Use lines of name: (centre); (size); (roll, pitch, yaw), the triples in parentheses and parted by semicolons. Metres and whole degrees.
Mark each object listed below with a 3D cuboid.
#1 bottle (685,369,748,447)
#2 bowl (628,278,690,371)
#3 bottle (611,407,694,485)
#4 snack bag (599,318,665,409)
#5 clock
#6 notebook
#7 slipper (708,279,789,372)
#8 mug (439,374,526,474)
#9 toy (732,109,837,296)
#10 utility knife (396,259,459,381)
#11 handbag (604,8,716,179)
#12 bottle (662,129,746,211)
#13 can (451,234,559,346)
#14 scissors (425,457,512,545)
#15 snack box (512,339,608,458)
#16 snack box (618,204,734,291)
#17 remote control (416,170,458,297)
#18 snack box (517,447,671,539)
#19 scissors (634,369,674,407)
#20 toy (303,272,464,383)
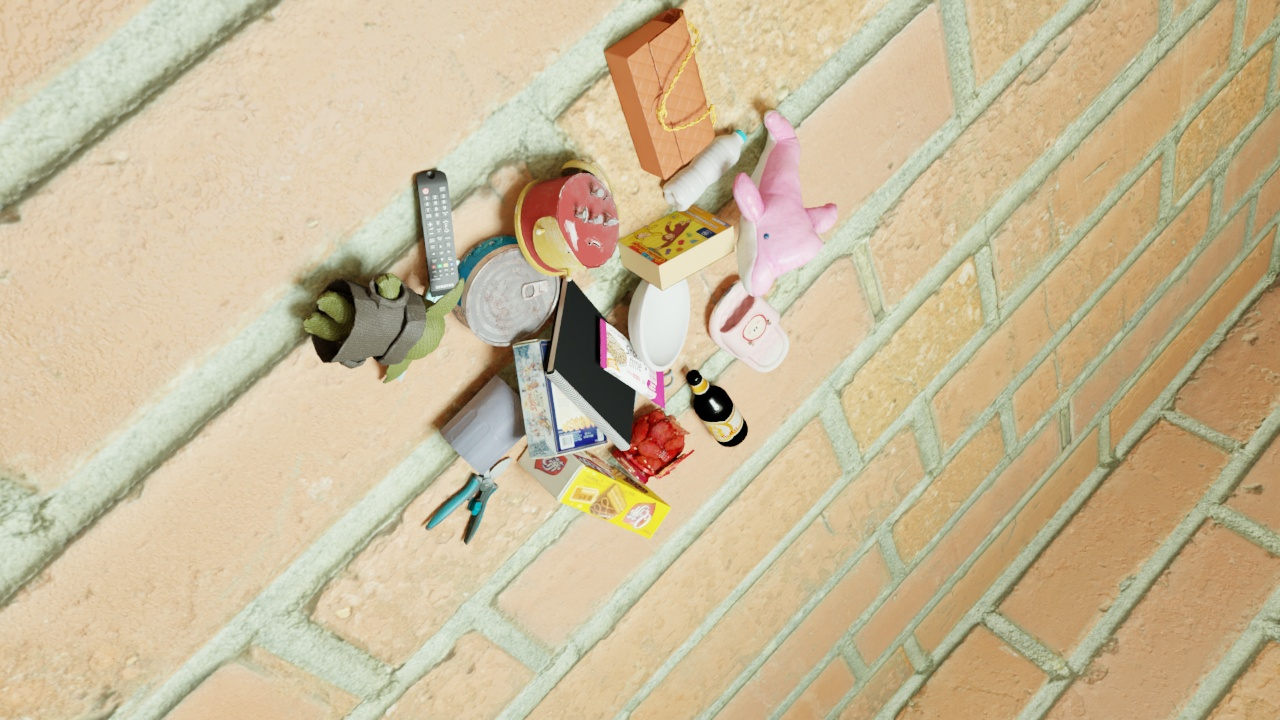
bottle: (0.116, 0.071, 1.462); (0.059, 0.059, 0.182); (-46, 138, -8)
bowl: (0.019, -0.062, 1.277); (0.149, 0.043, 0.150); (-27, 122, -57)
bottle: (0.024, 0.133, 1.394); (0.111, 0.099, 0.099); (-47, 138, -3)
snack bag: (-0.008, 0.007, 1.280); (0.196, 0.016, 0.070); (37, 45, -56)
clock: (-0.070, -0.173, 1.087); (0.117, 0.081, 0.158); (57, 47, -33)
notebook: (-0.058, 0.008, 1.209); (0.207, 0.016, 0.148); (50, 37, -47)
slipper: (0.176, -0.045, 1.442); (0.107, 0.056, 0.221); (-49, 139, -1)
mug: (-0.190, 0.088, 1.194); (0.104, 0.084, 0.124); (-45, 165, -8)
toy: (0.201, -0.207, 1.244); (0.187, 0.128, 0.265); (50, 45, -61)
utility knife: (-0.256, -0.048, 1.083); (0.022, 0.015, 0.166); (18, 107, -32)
handbag: (0.037, -0.325, 1.127); (0.108, 0.060, 0.172); (-41, 137, -19)
bottle: (0.089, -0.258, 1.226); (0.136, 0.044, 0.044); (-44, 138, -10)
can: (-0.164, -0.085, 1.115); (0.129, 0.044, 0.130); (-23, 130, -30)
scissors: (-0.236, 0.193, 1.258); (0.124, 0.019, 0.155); (-8, 120, -41)
snack box: (-0.100, 0.046, 1.178); (0.144, 0.043, 0.145); (-3, 83, -65)
snack box: (0.049, -0.153, 1.227); (0.125, 0.088, 0.040); (-30, 134, -24)
remote control: (-0.227, -0.139, 1.030); (0.033, 0.015, 0.147); (-12, 119, -21)
snack box: (-0.062, 0.183, 1.339); (0.061, 0.110, 0.230); (-55, 138, 1)
scissors: (0.004, 0.022, 1.363); (0.141, 0.014, 0.175); (-6, 119, -43)
toy: (-0.287, -0.041, 1.007); (0.152, 0.078, 0.180); (5, 138, -48)
